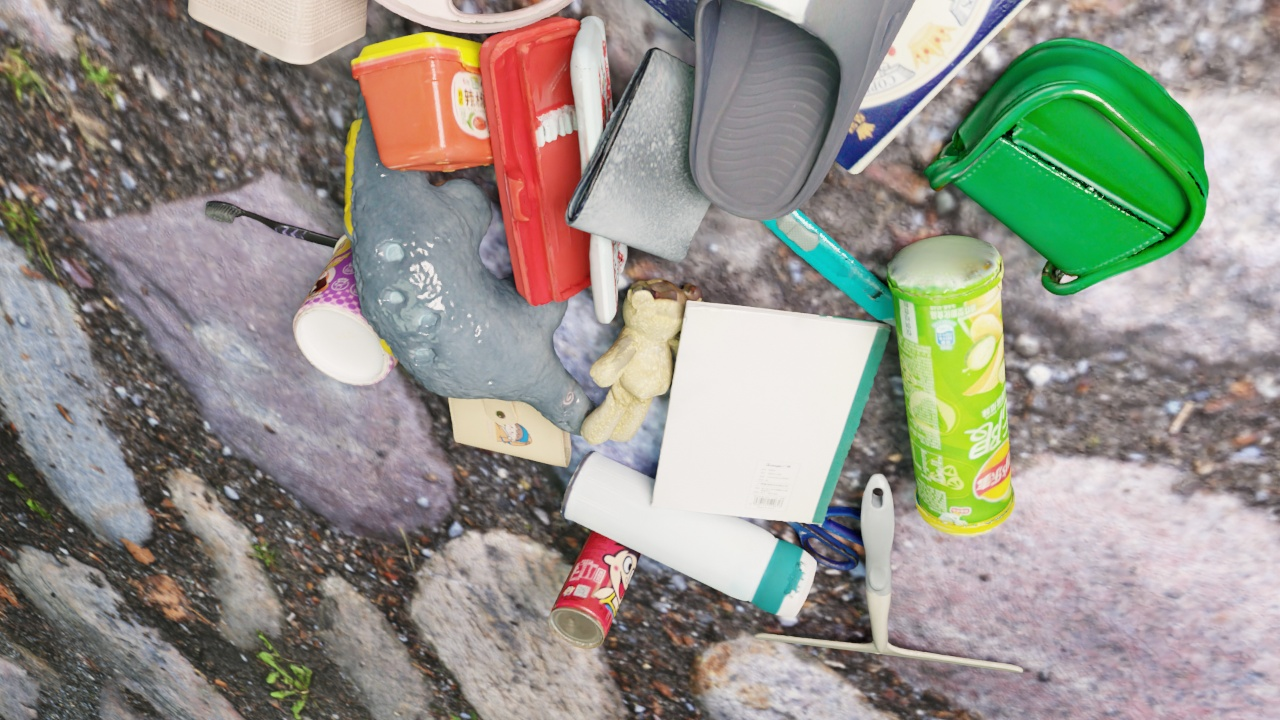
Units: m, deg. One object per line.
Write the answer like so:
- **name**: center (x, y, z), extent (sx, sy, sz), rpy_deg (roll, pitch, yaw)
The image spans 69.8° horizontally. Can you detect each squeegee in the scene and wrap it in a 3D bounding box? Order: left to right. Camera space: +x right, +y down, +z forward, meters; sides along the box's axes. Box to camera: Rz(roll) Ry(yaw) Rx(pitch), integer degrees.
- **squeegee**: center (0.206, 0.196, 0.790), extent (0.247, 0.039, 0.247), rpy_deg (2, 129, 18)

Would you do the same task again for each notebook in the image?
- **notebook**: center (0.094, 0.049, 0.719), extent (0.150, 0.012, 0.210), rpy_deg (7, 127, -3)

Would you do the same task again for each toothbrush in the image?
- **toothbrush**: center (-0.294, -0.108, 0.793), extent (0.189, 0.016, 0.014), rpy_deg (17, 137, 8)

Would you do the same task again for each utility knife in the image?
- **utility knife**: center (0.128, -0.075, 0.639), extent (0.161, 0.013, 0.029), rpy_deg (39, 133, -9)

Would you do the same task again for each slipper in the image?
- **slipper**: center (0.081, -0.174, 0.476), extent (0.111, 0.083, 0.269), rpy_deg (20, 134, 7)

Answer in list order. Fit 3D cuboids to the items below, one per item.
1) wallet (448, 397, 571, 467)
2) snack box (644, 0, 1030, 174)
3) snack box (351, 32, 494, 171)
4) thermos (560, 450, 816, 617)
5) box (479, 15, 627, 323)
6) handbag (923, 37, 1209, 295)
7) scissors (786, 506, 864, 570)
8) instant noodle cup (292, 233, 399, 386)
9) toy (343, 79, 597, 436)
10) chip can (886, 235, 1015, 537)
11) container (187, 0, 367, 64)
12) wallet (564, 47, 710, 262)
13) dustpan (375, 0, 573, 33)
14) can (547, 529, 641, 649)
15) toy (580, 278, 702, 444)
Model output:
- **wallet**: center (-0.121, 0.054, 0.843), extent (0.115, 0.024, 0.087), rpy_deg (12, 129, 16)
- **snack box**: center (0.114, -0.226, 0.504), extent (0.182, 0.045, 0.178), rpy_deg (38, 132, -7)
- **snack box**: center (-0.137, -0.169, 0.614), extent (0.082, 0.091, 0.080), rpy_deg (-2, 100, 26)
- **thermos**: center (0.044, 0.155, 0.808), extent (0.224, 0.073, 0.073), rpy_deg (23, 132, 13)
- **box**: center (-0.038, -0.122, 0.620), extent (0.092, 0.094, 0.202), rpy_deg (35, 142, 39)
- **handbag**: center (0.247, -0.109, 0.532), extent (0.131, 0.067, 0.120), rpy_deg (37, 139, -9)
- **scissors**: center (0.133, 0.124, 0.794), extent (0.129, 0.012, 0.173), rpy_deg (-24, 116, 35)
- **instant noodle cup**: center (-0.224, -0.041, 0.755), extent (0.112, 0.099, 0.112), rpy_deg (10, 131, 12)
- **toy**: center (-0.138, -0.050, 0.701), extent (0.092, 0.137, 0.356), rpy_deg (0, 130, 50)
- **chip can**: center (0.218, 0.020, 0.637), extent (0.073, 0.072, 0.221), rpy_deg (-1, 126, 24)
- **container**: center (-0.227, -0.269, 0.590), extent (0.090, 0.089, 0.111), rpy_deg (26, 128, 3)
- **wallet**: center (0.016, -0.126, 0.583), extent (0.097, 0.019, 0.121), rpy_deg (12, 114, -41)
- **dustpan**: center (-0.118, -0.329, 0.493), extent (0.223, 0.138, 0.273), rpy_deg (-17, 94, 7)
- **can**: center (-0.035, 0.194, 0.843), extent (0.053, 0.132, 0.053), rpy_deg (12, 130, 15)
- **toy**: center (-0.004, 0.004, 0.719), extent (0.066, 0.105, 0.158), rpy_deg (52, 131, 40)
